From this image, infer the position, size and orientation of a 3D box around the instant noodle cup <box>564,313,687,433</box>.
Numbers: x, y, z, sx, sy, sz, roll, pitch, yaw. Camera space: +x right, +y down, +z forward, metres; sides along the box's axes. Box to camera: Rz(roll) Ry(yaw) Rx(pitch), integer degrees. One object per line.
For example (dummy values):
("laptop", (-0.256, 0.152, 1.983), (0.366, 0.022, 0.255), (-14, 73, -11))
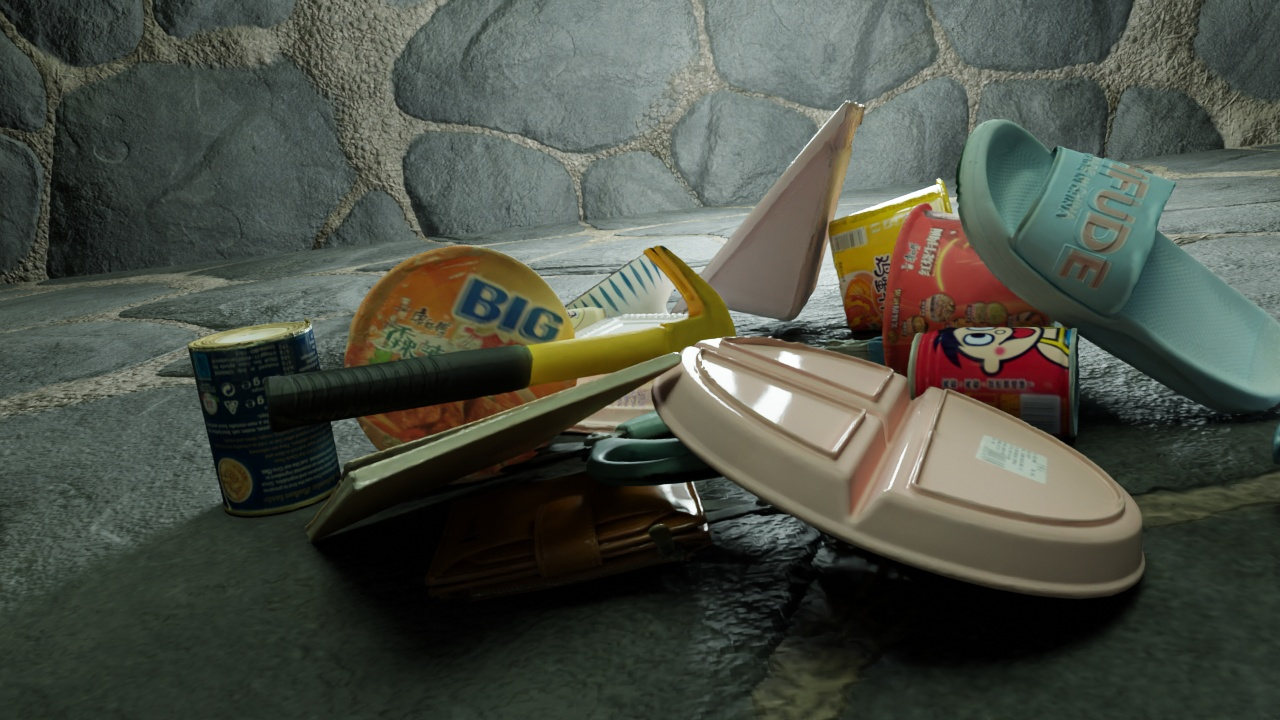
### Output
("instant noodle cup", (-0.004, 0.004, 0.723), (0.138, 0.060, 0.173), (0, 16, 25))

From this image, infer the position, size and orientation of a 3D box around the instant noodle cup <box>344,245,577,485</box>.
("instant noodle cup", (-0.131, 0.002, 0.628), (0.151, 0.151, 0.111), (-12, 7, -22))

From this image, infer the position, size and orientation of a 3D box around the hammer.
("hammer", (-0.073, 0.003, 0.572), (0.300, 0.129, 0.033), (-9, 4, -23))

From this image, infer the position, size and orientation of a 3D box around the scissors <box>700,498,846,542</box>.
("scissors", (0.070, 0.072, 0.470), (0.159, 0.014, 0.176), (-21, 16, -32))

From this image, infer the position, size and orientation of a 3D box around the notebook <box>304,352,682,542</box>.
("notebook", (-0.085, 0.047, 0.460), (0.149, 0.012, 0.212), (-20, -6, -28))

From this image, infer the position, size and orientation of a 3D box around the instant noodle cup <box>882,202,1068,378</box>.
("instant noodle cup", (0.247, -0.043, 0.659), (0.109, 0.138, 0.137), (9, 20, 30))

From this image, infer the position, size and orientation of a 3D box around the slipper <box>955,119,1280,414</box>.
("slipper", (0.298, -0.061, 0.555), (0.103, 0.245, 0.074), (-50, -5, -30))

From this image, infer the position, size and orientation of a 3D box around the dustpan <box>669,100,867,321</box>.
("dustpan", (0.119, -0.143, 0.919), (0.139, 0.274, 0.222), (16, 16, 14))

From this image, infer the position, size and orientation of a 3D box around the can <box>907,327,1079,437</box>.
("can", (0.218, 0.013, 0.565), (0.094, 0.066, 0.066), (1, 15, 28))

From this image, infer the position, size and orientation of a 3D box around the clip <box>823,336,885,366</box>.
("clip", (0.178, -0.006, 0.759), (0.058, 0.026, 0.041), (-2, 21, 31))

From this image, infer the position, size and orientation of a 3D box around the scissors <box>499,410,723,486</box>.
("scissors", (0.019, 0.039, 0.498), (0.180, 0.019, 0.171), (-19, 8, -41))

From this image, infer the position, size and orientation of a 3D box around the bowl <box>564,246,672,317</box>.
("bowl", (-0.014, -0.058, 0.930), (0.116, 0.066, 0.116), (-34, 4, 3))

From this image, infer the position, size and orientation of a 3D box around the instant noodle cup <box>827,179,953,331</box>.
("instant noodle cup", (0.241, -0.089, 0.862), (0.110, 0.138, 0.137), (-12, 12, 16))

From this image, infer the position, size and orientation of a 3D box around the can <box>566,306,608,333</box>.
("can", (-0.085, -0.014, 0.834), (0.116, 0.058, 0.058), (-8, 14, -7))

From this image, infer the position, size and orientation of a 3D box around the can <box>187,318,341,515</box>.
("can", (-0.240, 0.034, 0.591), (0.075, 0.111, 0.075), (-6, 14, 1))

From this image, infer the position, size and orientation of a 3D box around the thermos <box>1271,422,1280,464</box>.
("thermos", (0.386, 0.022, 0.453), (0.219, 0.070, 0.070), (-16, 17, -36))

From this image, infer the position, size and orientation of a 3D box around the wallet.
("wallet", (-0.033, 0.084, 0.451), (0.130, 0.035, 0.119), (-12, 8, -1))

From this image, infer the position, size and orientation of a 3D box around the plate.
("plate", (0.118, 0.036, 0.428), (0.229, 0.028, 0.229), (16, 15, -4))
